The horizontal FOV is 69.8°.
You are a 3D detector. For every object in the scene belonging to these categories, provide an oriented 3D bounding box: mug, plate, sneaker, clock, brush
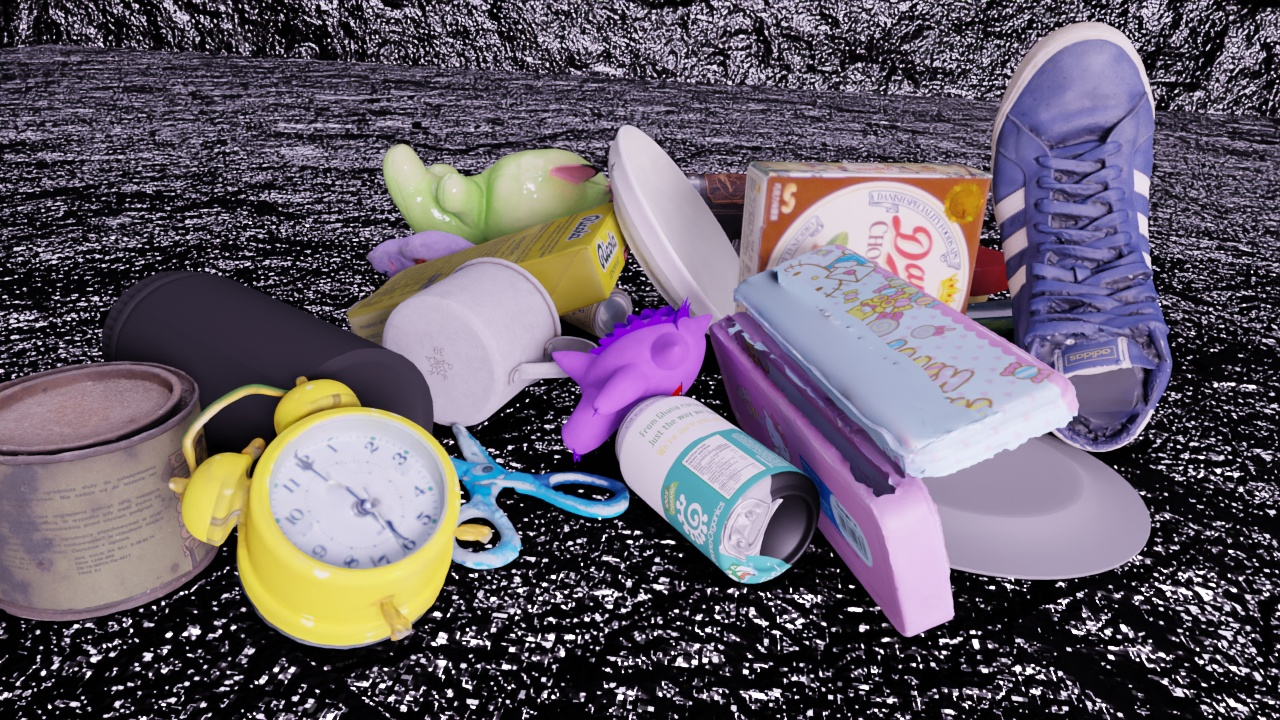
[{"bbox_3d":[-0.085,-0.007,0.531,0.113,0.084,0.070,15,28,17],"label":"mug"},{"bbox_3d":[0.028,-0.083,0.661,0.034,0.182,0.182,-31,14,19],"label":"plate"},{"bbox_3d":[0.075,-0.126,0.863,0.107,0.080,0.115,0,49,-4],"label":"mug"},{"bbox_3d":[0.246,-0.061,0.518,0.091,0.233,0.118,0,26,21],"label":"sneaker"},{"bbox_3d":[-0.122,0.055,0.355,0.119,0.057,0.083,36,49,6],"label":"clock"},{"bbox_3d":[0.240,-0.086,0.812,0.082,0.042,0.173,-12,27,-33],"label":"brush"},{"bbox_3d":[0.174,0.059,0.491,0.178,0.012,0.178,2,22,-1],"label":"plate"}]

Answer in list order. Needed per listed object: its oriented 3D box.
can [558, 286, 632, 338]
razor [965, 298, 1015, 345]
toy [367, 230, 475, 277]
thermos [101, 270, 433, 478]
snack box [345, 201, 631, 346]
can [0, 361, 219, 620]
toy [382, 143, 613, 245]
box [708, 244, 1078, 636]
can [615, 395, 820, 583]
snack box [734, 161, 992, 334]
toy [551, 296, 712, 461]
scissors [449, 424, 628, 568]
[{"bbox_3d":[-0.045,-0.045,0.684,0.038,0.038,0.079,-15,29,-37],"label":"can"},{"bbox_3d":[0.260,-0.016,0.641,0.151,0.054,0.067,2,30,12],"label":"razor"},{"bbox_3d":[-0.167,-0.079,0.736,0.080,0.036,0.100,13,-10,-37],"label":"toy"},{"bbox_3d":[-0.204,0.008,0.472,0.199,0.086,0.085,20,28,36],"label":"thermos"},{"bbox_3d":[-0.100,-0.052,0.631,0.181,0.045,0.121,-15,20,13],"label":"snack box"},{"bbox_3d":[-0.228,0.050,0.382,0.090,0.075,0.089,2,22,-1],"label":"can"},{"bbox_3d":[-0.119,-0.141,0.824,0.197,0.107,0.150,9,2,12],"label":"toy"},{"bbox_3d":[0.110,0.021,0.438,0.091,0.090,0.214,-22,26,-5],"label":"box"},{"bbox_3d":[0.033,0.056,0.425,0.054,0.055,0.102,-11,26,-30],"label":"can"},{"bbox_3d":[0.135,-0.050,0.579,0.147,0.143,0.041,-1,23,-11],"label":"snack box"},{"bbox_3d":[-0.002,0.003,0.489,0.088,0.056,0.105,-29,5,23],"label":"toy"},{"bbox_3d":[-0.065,0.059,0.466,0.118,0.013,0.140,-8,23,-22],"label":"scissors"}]
